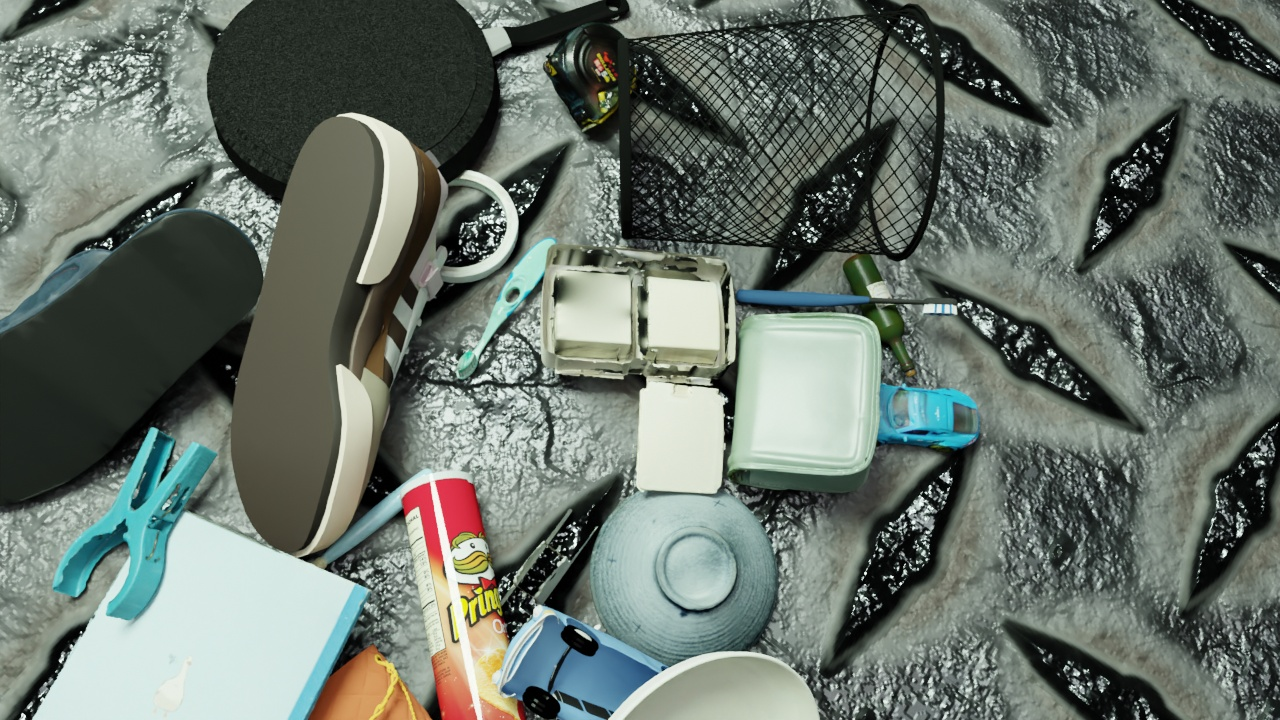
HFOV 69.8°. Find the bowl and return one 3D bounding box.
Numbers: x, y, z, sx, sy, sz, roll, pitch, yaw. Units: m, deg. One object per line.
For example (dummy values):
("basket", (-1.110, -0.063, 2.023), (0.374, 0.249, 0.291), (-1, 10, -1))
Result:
("bowl", (0.035, 0.145, 0.632), (0.137, 0.057, 0.137), (2, 72, -6))

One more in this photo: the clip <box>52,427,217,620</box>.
("clip", (-0.319, 0.114, 0.604), (0.120, 0.030, 0.130), (31, 75, 29))

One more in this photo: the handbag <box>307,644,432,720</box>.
("handbag", (-0.157, 0.279, 0.569), (0.108, 0.060, 0.172), (-38, 80, -20))

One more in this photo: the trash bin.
("trash bin", (0.089, -0.165, 0.681), (0.210, 0.184, 0.184), (-1, 72, -1))

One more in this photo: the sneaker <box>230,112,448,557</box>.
("sneaker", (-0.194, -0.013, 0.642), (0.112, 0.116, 0.294), (9, 90, 30))

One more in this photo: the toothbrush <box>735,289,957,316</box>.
("toothbrush", (0.158, -0.045, 0.711), (0.168, 0.014, 0.014), (3, 83, 10))

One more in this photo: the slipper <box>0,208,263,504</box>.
("slipper", (-0.377, -0.008, 0.631), (0.265, 0.083, 0.109), (-40, 119, -4))

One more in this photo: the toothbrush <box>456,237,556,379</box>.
("toothbrush", (-0.101, -0.043, 0.698), (0.022, 0.017, 0.135), (29, 72, 7))

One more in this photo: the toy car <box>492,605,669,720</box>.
("toy car", (-0.025, 0.203, 0.579), (0.153, 0.055, 0.056), (36, 83, -31))

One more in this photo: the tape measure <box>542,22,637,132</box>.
("tape measure", (-0.039, -0.234, 0.745), (0.072, 0.042, 0.071), (-44, 107, -21))

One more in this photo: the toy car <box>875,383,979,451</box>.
("toy car", (0.207, 0.042, 0.699), (0.105, 0.032, 0.048), (6, 72, -3))

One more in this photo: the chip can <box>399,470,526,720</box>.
("chip can", (-0.110, 0.178, 0.585), (0.051, 0.052, 0.214), (-13, 62, -11))

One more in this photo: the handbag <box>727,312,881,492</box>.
("handbag", (0.120, 0.031, 0.671), (0.106, 0.067, 0.121), (2, 70, 13))

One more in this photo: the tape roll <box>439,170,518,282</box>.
("tape roll", (-0.142, -0.105, 0.716), (0.093, 0.013, 0.093), (2, 72, -5))

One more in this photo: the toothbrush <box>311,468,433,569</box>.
("toothbrush", (-0.204, 0.128, 0.632), (0.154, 0.016, 0.022), (-41, 113, -16))

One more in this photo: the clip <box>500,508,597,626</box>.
("clip", (-0.075, 0.139, 0.626), (0.052, 0.060, 0.101), (28, 70, 22))

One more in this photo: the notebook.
("notebook", (-0.295, 0.229, 0.562), (0.181, 0.009, 0.253), (16, 70, 21))

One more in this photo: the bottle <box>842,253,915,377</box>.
("bottle", (0.191, -0.035, 0.725), (0.025, 0.025, 0.106), (-19, 75, -12))

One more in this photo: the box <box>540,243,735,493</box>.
("box", (-0.004, 0.005, 0.673), (0.143, 0.044, 0.184), (5, 64, -7))

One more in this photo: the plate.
("plate", (0.032, 0.260, 0.571), (0.182, 0.034, 0.182), (-7, 105, -28))

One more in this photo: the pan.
("pan", (-0.168, -0.246, 0.744), (0.355, 0.034, 0.225), (-24, 72, -14))
